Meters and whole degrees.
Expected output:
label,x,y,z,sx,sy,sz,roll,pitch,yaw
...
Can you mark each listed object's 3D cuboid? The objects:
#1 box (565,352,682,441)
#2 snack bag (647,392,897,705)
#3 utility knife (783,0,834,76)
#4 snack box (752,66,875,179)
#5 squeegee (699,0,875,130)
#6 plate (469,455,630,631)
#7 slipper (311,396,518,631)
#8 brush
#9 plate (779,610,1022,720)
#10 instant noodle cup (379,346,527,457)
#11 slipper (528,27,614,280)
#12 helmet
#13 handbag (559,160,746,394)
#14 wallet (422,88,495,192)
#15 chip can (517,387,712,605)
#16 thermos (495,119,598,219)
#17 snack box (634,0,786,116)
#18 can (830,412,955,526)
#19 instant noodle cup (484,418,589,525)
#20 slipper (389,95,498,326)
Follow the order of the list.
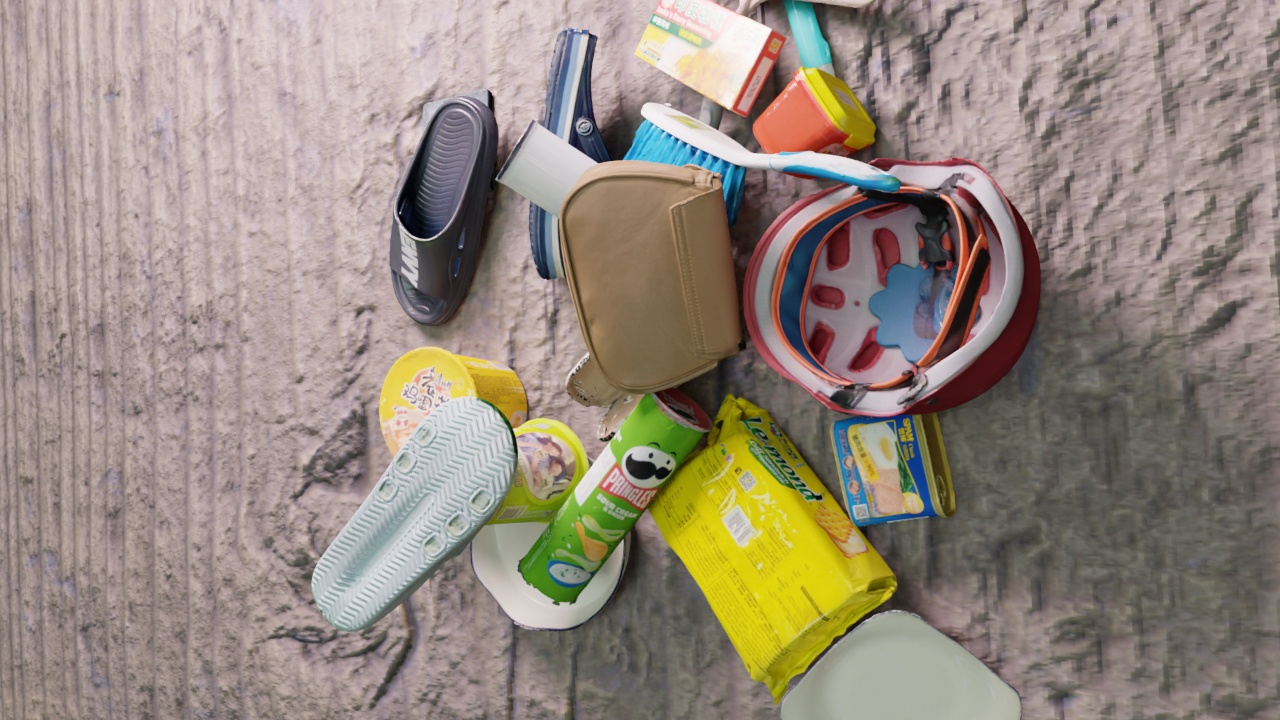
label,x,y,z,sx,sy,sz,roll,pitch,yaw
box,-0.006,0.004,0.923,0.086,0.075,0.162,41,114,-9
snack bag,0.108,0.167,0.850,0.158,0.068,0.246,-47,60,20
utility knife,0.150,-0.346,0.873,0.029,0.013,0.182,-19,78,25
snack box,0.154,-0.211,0.829,0.080,0.091,0.082,-37,72,31
squeegee,0.078,-0.262,0.892,0.248,0.040,0.250,26,106,33
plate,-0.097,0.185,0.991,0.205,0.045,0.205,0,91,29
slipper,-0.198,0.144,0.837,0.104,0.074,0.245,42,94,14
brush,0.090,-0.164,0.806,0.314,0.060,0.110,41,124,41
plate,0.220,0.294,0.793,0.164,0.034,0.164,39,109,-7
instant noodle cup,-0.200,0.054,1.012,0.138,0.109,0.138,0,89,28
slipper,-0.063,-0.208,0.950,0.095,0.105,0.253,6,104,-3
helmet,0.218,-0.051,0.764,0.240,0.143,0.207,6,84,47
handbag,0.011,-0.078,0.815,0.148,0.099,0.205,-6,115,10
wallet,-0.212,-0.250,1.073,0.097,0.019,0.121,-4,87,27
chip can,-0.028,0.131,0.888,0.072,0.072,0.236,43,108,22
thermos,-0.026,-0.140,0.883,0.224,0.073,0.073,32,108,-12
snack box,0.062,-0.294,0.861,0.156,0.027,0.077,43,114,39
can,0.222,0.092,0.808,0.083,0.057,0.102,-14,83,31
instant noodle cup,-0.130,0.115,0.913,0.112,0.123,0.111,-1,89,30
slipper,-0.240,-0.167,1.036,0.111,0.083,0.268,27,110,22
